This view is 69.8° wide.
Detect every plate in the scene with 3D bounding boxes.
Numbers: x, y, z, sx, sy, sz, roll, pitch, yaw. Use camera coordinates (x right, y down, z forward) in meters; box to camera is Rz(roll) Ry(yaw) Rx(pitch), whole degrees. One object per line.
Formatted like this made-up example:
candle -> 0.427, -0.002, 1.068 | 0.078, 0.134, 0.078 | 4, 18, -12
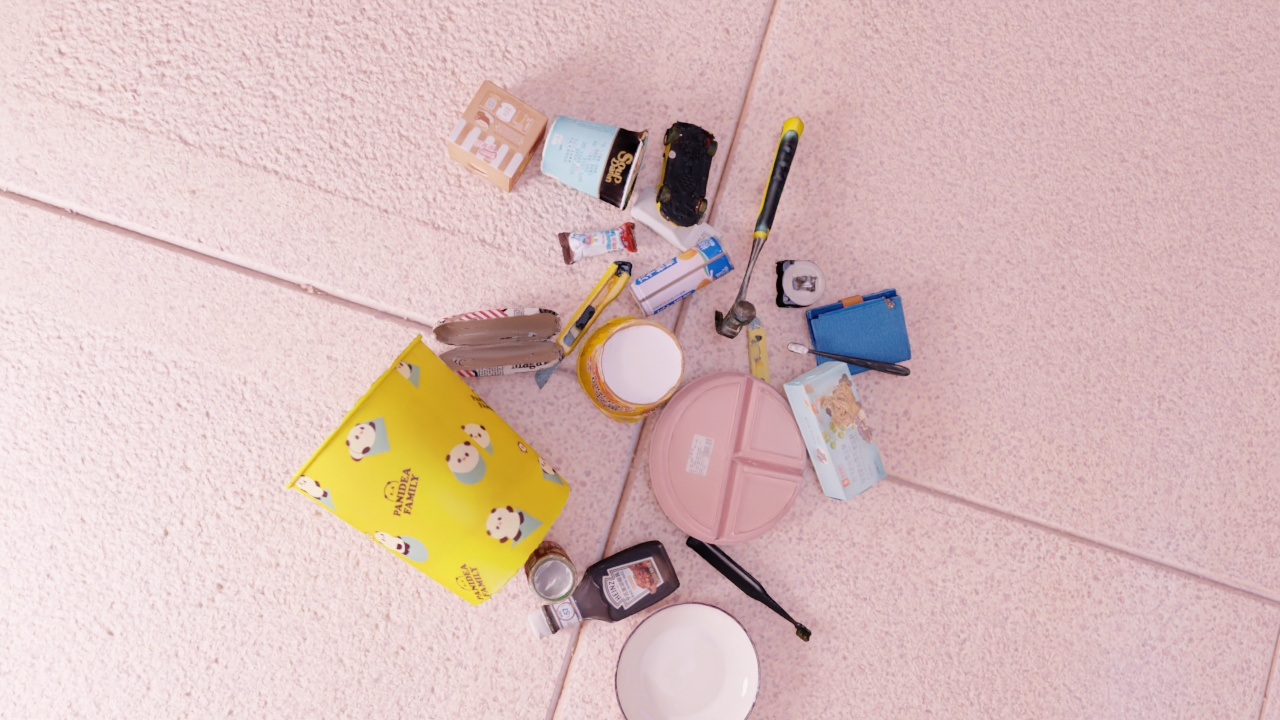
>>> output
plate -> 0.059, 0.407, 1.193 | 0.192, 0.039, 0.192 | 1, 87, -9
plate -> 0.121, 0.128, 1.203 | 0.229, 0.028, 0.229 | 0, 89, -20

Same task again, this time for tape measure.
tape measure -> 0.218, -0.105, 1.253 | 0.066, 0.033, 0.065 | -2, 88, -9

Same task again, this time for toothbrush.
toothbrush -> 0.147, 0.302, 1.219 | 0.212, 0.027, 0.026 | 41, 123, -5
toothbrush -> 0.284, 0.000, 1.236 | 0.181, 0.018, 0.015 | 12, 94, -13

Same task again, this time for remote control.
remote control -> 0.049, -0.184, 1.235 | 0.125, 0.024, 0.049 | 33, 82, -6

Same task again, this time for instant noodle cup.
instant noodle cup -> -0.061, -0.263, 1.187 | 0.120, 0.111, 0.111 | 19, 83, 0
instant noodle cup -> -0.007, 0.007, 1.171 | 0.138, 0.110, 0.138 | 1, 87, -10

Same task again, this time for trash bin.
trash bin -> -0.237, 0.137, 1.077 | 0.255, 0.230, 0.229 | 42, 81, -10

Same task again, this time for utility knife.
utility knife -> 0.160, 0.018, 1.248 | 0.031, 0.018, 0.167 | -4, 83, -15
utility knife -> -0.075, -0.049, 1.211 | 0.033, 0.015, 0.209 | 36, 83, -3

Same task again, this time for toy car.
toy car -> 0.058, -0.247, 1.223 | 0.071, 0.041, 0.155 | 13, 74, -16

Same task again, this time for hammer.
hammer -> 0.161, -0.177, 1.222 | 0.032, 0.126, 0.322 | 20, 73, -6

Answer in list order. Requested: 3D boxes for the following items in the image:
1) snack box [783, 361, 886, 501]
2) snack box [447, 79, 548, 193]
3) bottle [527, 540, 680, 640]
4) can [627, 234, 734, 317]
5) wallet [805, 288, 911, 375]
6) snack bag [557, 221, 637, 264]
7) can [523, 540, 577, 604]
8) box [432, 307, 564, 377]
snack box -> 0.259, 0.093, 1.218 | 0.074, 0.052, 0.175 | -26, 101, -22
snack box -> -0.183, -0.286, 1.177 | 0.093, 0.077, 0.094 | 31, 81, -6
bottle -> -0.050, 0.301, 1.180 | 0.194, 0.044, 0.080 | -23, 90, -9
can -> 0.053, -0.110, 1.205 | 0.134, 0.053, 0.053 | -30, 91, 2
wallet -> 0.299, -0.035, 1.260 | 0.133, 0.040, 0.106 | -15, 97, -9
snack bag -> -0.055, -0.156, 1.216 | 0.105, 0.026, 0.045 | -11, 91, -8
can -> -0.111, 0.256, 1.119 | 0.058, 0.147, 0.058 | 1, 86, -9
box -> -0.178, -0.014, 1.163 | 0.162, 0.076, 0.088 | -6, 65, -9
